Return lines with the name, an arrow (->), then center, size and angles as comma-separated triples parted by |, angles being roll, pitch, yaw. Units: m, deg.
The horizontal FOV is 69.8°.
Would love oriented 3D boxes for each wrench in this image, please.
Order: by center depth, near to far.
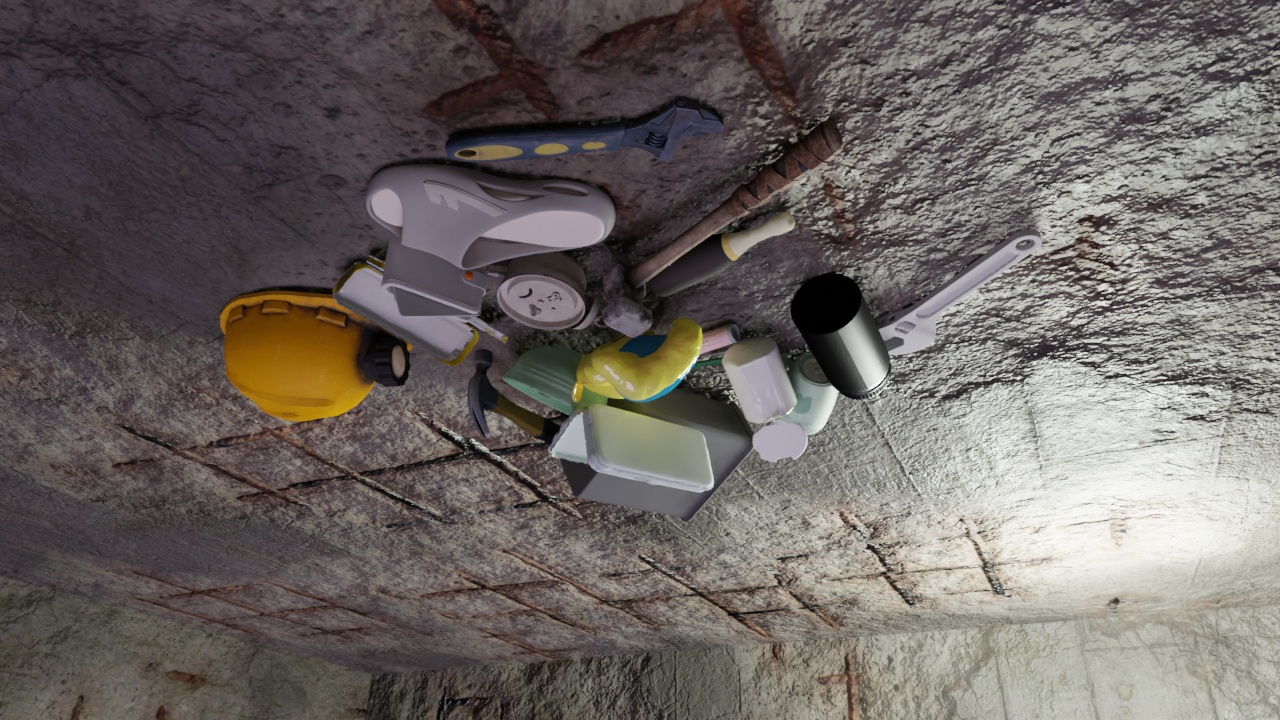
wrench -> -0.056, -0.216, 0.892 | 0.273, 0.022, 0.073 | -3, 151, 6
wrench -> 0.388, -0.078, 1.131 | 0.086, 0.018, 0.274 | 15, 147, -24

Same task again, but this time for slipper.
slipper -> -0.160, -0.140, 0.973 | 0.266, 0.080, 0.113 | 5, 154, -7

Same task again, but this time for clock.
clock -> -0.097, -0.081, 1.101 | 0.156, 0.061, 0.104 | 29, 141, -28

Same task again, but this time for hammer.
hammer -> 0.074, -0.144, 0.956 | 0.049, 0.121, 0.320 | 26, 134, -38
hammer -> -0.135, 0.109, 1.371 | 0.025, 0.117, 0.333 | -16, 145, 33

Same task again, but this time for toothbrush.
toothbrush -> 0.037, -0.007, 1.261 | 0.223, 0.027, 0.026 | -19, 162, 33
toothbrush -> 0.085, 0.008, 1.266 | 0.190, 0.017, 0.016 | -10, 167, 1

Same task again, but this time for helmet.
helmet -> -0.438, 0.013, 1.211 | 0.255, 0.131, 0.205 | -3, 152, 9

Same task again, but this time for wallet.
wallet -> -0.231, -0.087, 1.035 | 0.118, 0.115, 0.038 | 20, 146, -31

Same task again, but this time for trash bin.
trash bin -> 0.026, 0.132, 1.358 | 0.219, 0.097, 0.192 | 17, 121, -36

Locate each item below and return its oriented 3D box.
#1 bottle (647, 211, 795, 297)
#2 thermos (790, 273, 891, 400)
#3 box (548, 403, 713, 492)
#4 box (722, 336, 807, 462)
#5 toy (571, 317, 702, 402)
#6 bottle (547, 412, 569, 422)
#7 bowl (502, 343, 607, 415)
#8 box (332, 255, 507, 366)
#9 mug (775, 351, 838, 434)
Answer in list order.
bottle -> 0.090, -0.123, 1.029 | 0.185, 0.045, 0.045 | -21, 144, 35
thermos -> 0.261, -0.019, 1.159 | 0.086, 0.086, 0.198 | -12, 146, 23
box -> -0.018, 0.131, 1.225 | 0.215, 0.106, 0.127 | 19, 144, -37
box -> 0.168, 0.054, 1.230 | 0.083, 0.092, 0.166 | -23, 109, 4
toy -> -0.007, 0.007, 1.119 | 0.148, 0.084, 0.214 | -20, -178, -18
bottle -> -0.105, 0.086, 1.437 | 0.106, 0.025, 0.025 | -14, 148, 26
bowl -> -0.106, 0.026, 1.252 | 0.151, 0.077, 0.151 | 24, 171, 4
box -> -0.271, -0.063, 1.148 | 0.117, 0.057, 0.210 | -20, 144, 31
mug -> 0.222, 0.035, 1.289 | 0.111, 0.083, 0.104 | 26, 143, 13
